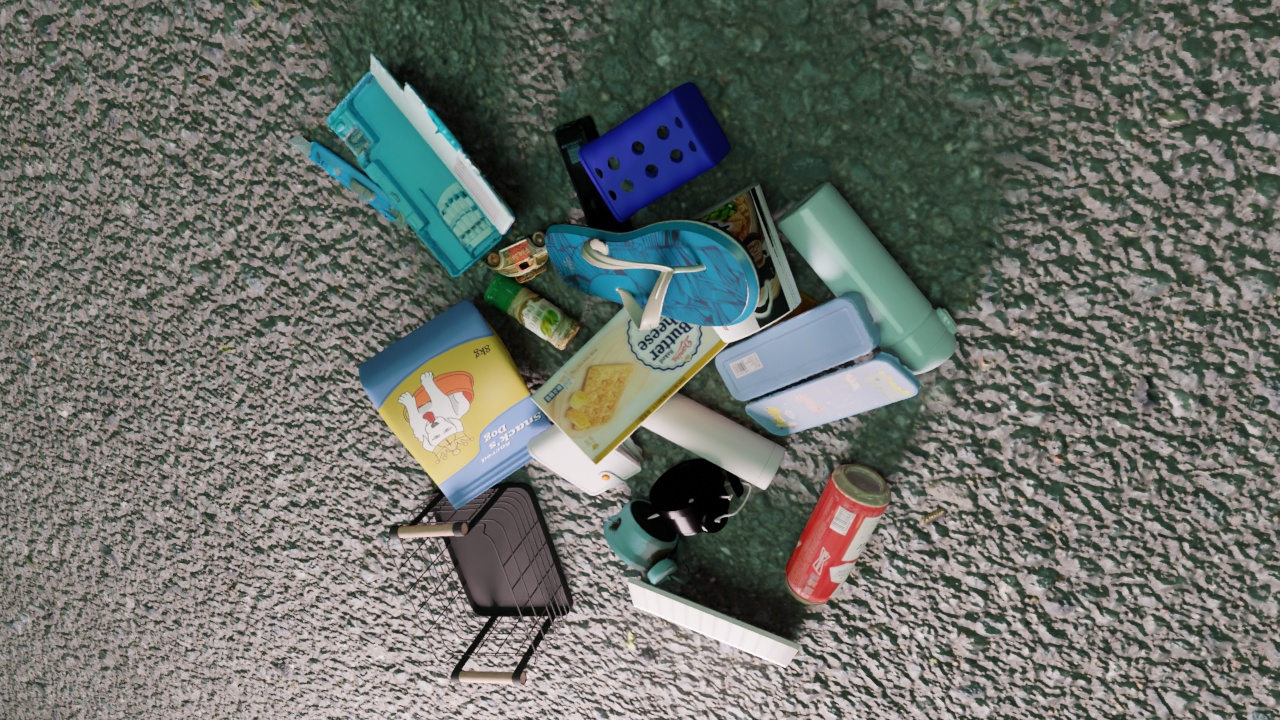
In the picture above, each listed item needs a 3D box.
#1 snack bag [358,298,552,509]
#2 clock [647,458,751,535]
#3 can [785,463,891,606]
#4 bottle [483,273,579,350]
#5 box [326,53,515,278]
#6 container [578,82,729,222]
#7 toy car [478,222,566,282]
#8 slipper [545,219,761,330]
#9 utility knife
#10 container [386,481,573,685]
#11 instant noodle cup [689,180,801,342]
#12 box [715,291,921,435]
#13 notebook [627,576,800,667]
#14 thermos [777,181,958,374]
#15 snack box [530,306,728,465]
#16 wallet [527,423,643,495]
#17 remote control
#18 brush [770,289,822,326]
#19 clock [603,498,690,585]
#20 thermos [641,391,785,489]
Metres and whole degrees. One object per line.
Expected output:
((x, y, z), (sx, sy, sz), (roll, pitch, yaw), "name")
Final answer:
((-0.206, 0.056, 1.070), (0.159, 0.102, 0.205), (-33, 113, -8), "snack bag")
((0.069, 0.158, 1.049), (0.121, 0.091, 0.042), (-6, 123, 36), "clock")
((0.217, 0.196, 1.024), (0.067, 0.067, 0.170), (24, 120, 9), "can")
((-0.124, -0.056, 1.050), (0.111, 0.043, 0.043), (34, 122, 2), "bottle")
((-0.226, -0.218, 0.995), (0.227, 0.071, 0.182), (52, 142, -8), "box")
((0.016, -0.205, 0.898), (0.114, 0.084, 0.084), (-26, 104, 28), "container")
((-0.125, -0.115, 1.018), (0.112, 0.047, 0.047), (-20, 104, 28), "toy car")
((-0.006, -0.076, 0.873), (0.295, 0.060, 0.118), (13, 142, 47), "slipper")
((-0.340, -0.212, 1.075), (0.175, 0.015, 0.031), (36, 117, 3), "utility knife")
((-0.208, 0.284, 1.195), (0.163, 0.130, 0.241), (-7, 111, 24), "container")
((0.090, -0.091, 0.895), (0.124, 0.123, 0.122), (-26, 98, 29), "instant noodle cup")
((0.172, 0.015, 0.935), (0.127, 0.034, 0.210), (53, 142, -8), "box")
((0.086, 0.322, 1.122), (0.210, 0.009, 0.143), (19, 157, 12), "notebook")
((0.223, -0.075, 0.892), (0.078, 0.065, 0.207), (-40, 96, 14), "thermos")
((-0.006, 0.006, 0.982), (0.208, 0.057, 0.104), (-43, 89, 11), "snack box")
((-0.051, 0.103, 1.079), (0.116, 0.037, 0.118), (-32, 125, 31), "wallet")
((-0.048, -0.179, 0.972), (0.047, 0.022, 0.150), (-13, 109, 26), "remote control")
((0.163, -0.049, 0.956), (0.126, 0.017, 0.048), (32, 122, 4), "brush")
((0.013, 0.220, 1.104), (0.124, 0.089, 0.053), (38, 111, 1), "clock")
((0.052, 0.071, 1.036), (0.224, 0.052, 0.052), (27, 121, 7), "thermos")
